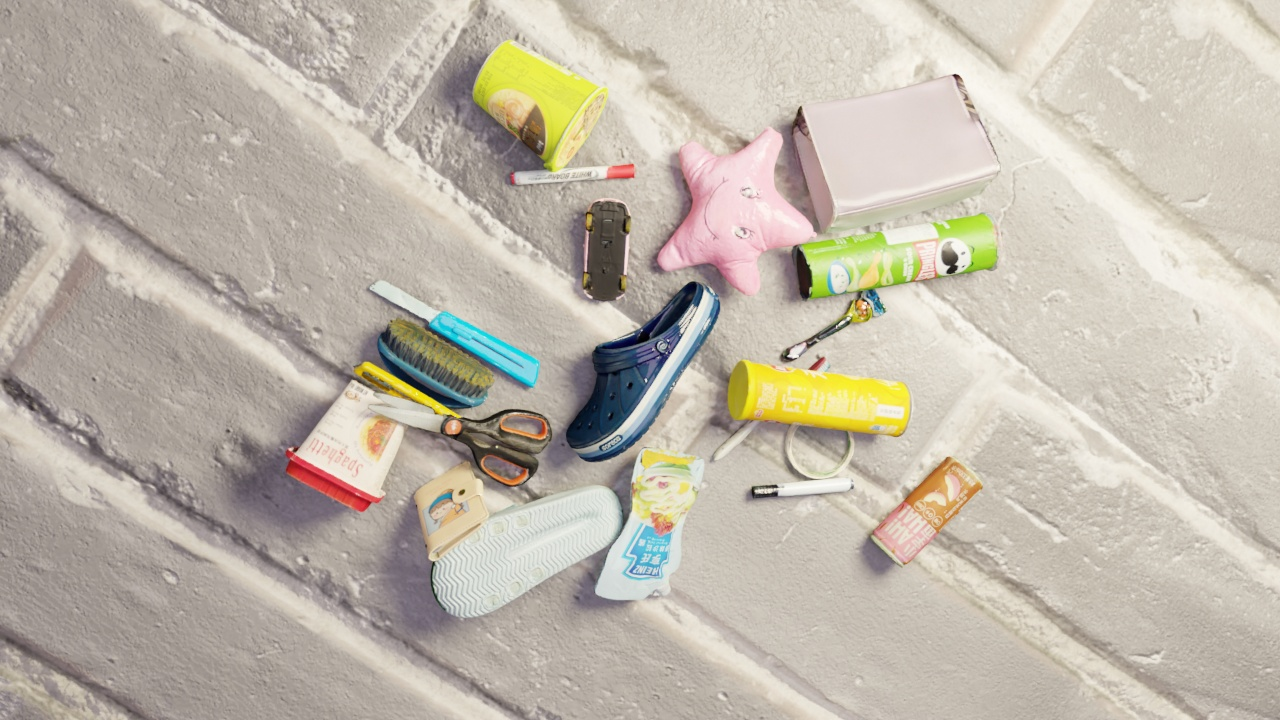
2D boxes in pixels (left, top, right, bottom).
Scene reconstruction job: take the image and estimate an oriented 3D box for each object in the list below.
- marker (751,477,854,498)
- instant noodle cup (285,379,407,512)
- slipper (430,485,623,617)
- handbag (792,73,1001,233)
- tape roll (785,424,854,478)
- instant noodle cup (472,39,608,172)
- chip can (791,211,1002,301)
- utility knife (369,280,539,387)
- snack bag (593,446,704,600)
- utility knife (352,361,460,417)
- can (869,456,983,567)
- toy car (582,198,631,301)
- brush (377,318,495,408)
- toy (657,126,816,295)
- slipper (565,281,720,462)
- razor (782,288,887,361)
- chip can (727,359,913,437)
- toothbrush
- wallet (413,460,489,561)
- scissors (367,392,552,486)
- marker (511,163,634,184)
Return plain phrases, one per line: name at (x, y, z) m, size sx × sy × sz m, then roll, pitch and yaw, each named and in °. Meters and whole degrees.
marker at (0.203, 0.159, 1.152) m, size 0.130 × 0.022 × 0.018 m, roll -4°, pitch 108°, yaw -7°
instant noodle cup at (-0.328, 0.095, 1.058) m, size 0.116 × 0.117 × 0.124 m, roll 31°, pitch 81°, yaw -8°
slipper at (-0.138, 0.218, 1.107) m, size 0.245 × 0.074 × 0.104 m, roll -22°, pitch 98°, yaw -18°
handbag at (0.290, -0.242, 1.068) m, size 0.197 × 0.098 × 0.145 m, roll -14°, pitch 82°, yaw -2°
tape roll at (0.224, 0.105, 1.149) m, size 0.086 × 0.014 × 0.086 m, roll -1°, pitch 97°, yaw -5°
instant noodle cup at (-0.118, -0.291, 1.028) m, size 0.123 × 0.111 × 0.112 m, roll 34°, pitch 93°, yaw 0°
chip can at (0.304, -0.125, 1.098) m, size 0.236 × 0.072 × 0.072 m, roll -9°, pitch 98°, yaw -3°
utility knife at (-0.219, -0.035, 1.092) m, size 0.225 × 0.018 × 0.034 m, roll 30°, pitch 94°, yaw -6°
snack bag at (0.015, 0.203, 1.122) m, size 0.110 × 0.039 × 0.191 m, roll 12°, pitch 95°, yaw -41°
utility knife at (-0.268, 0.046, 1.074) m, size 0.156 × 0.015 × 0.033 m, roll 32°, pitch 137°, yaw -8°
can at (0.358, 0.189, 1.149) m, size 0.058 × 0.058 × 0.147 m, roll 44°, pitch 92°, yaw -9°
toy car at (-0.041, -0.131, 1.086) m, size 0.056 × 0.037 × 0.122 m, roll 4°, pitch 109°, yaw -3°
brush at (-0.245, 0.012, 1.079) m, size 0.144 × 0.055 × 0.074 m, roll 31°, pitch 117°, yaw -8°
toy at (0.120, -0.177, 1.070) m, size 0.178 × 0.074 × 0.195 m, roll 15°, pitch 98°, yaw 7°
slipper at (-0.006, 0.006, 1.069) m, size 0.095 × 0.105 × 0.253 m, roll 38°, pitch 90°, yaw -16°
razor at (0.236, -0.040, 1.128) m, size 0.143 × 0.022 × 0.042 m, roll -32°, pitch 97°, yaw 0°
chip can at (0.215, 0.046, 1.098) m, size 0.213 × 0.072 × 0.072 m, roll 7°, pitch 97°, yaw -13°
toothbrush at (0.163, 0.062, 1.138) m, size 0.187 × 0.016 × 0.017 m, roll -42°, pitch 108°, yaw 1°
wallet at (-0.219, 0.172, 1.073) m, size 0.087 × 0.115 × 0.024 m, roll -36°, pitch 125°, yaw 1°
scissors at (-0.211, 0.094, 1.061) m, size 0.234 × 0.022 × 0.153 m, roll -3°, pitch 110°, yaw -28°
marker at (-0.079, -0.219, 1.080) m, size 0.145 × 0.017 × 0.017 m, roll -5°, pitch 98°, yaw -5°
